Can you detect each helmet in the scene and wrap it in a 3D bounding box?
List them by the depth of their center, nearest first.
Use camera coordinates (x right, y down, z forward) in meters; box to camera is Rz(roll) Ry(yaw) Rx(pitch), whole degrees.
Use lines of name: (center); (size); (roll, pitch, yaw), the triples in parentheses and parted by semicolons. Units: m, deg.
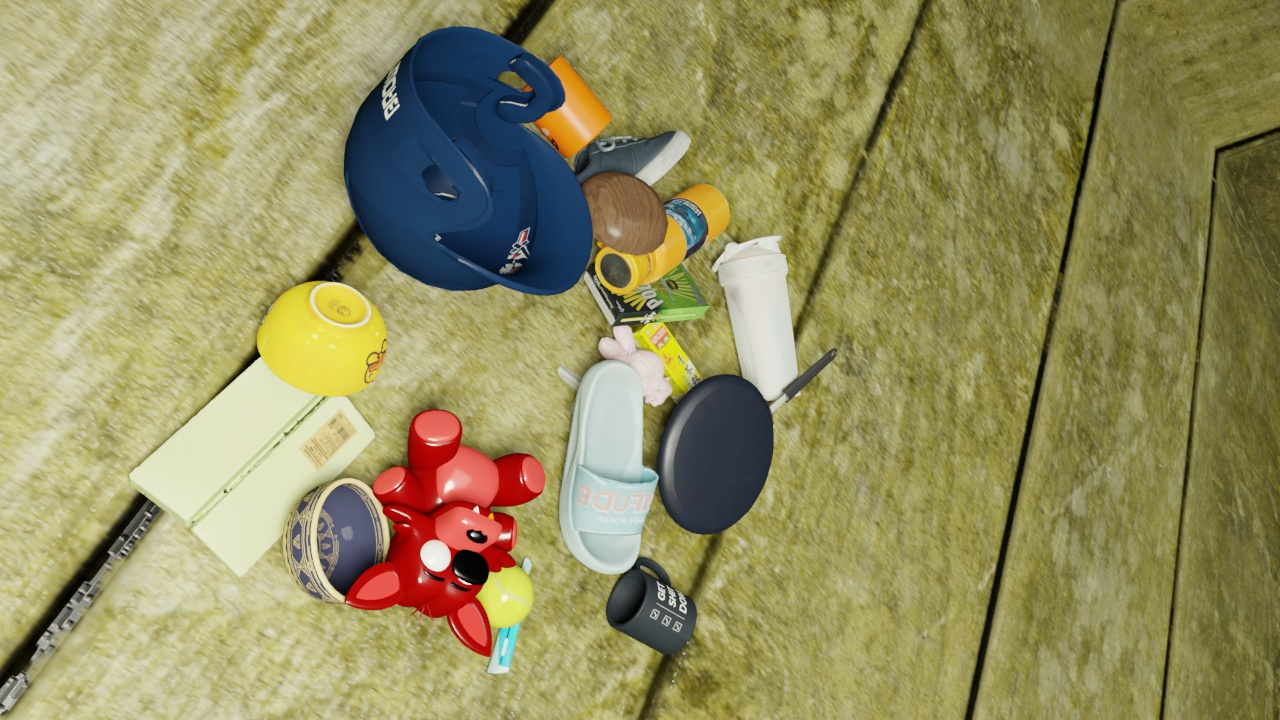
helmet: (-0.167, -0.169, 0.929); (0.272, 0.224, 0.231); (35, 44, -15)

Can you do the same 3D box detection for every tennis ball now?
tennis ball: (-0.142, 0.241, 0.942); (0.065, 0.065, 0.065); (11, 71, -36)

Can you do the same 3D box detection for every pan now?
pan: (0.151, 0.076, 1.160); (0.355, 0.021, 0.199); (-37, 121, -33)

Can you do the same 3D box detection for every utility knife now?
utility knife: (-0.137, 0.269, 0.972); (0.022, 0.015, 0.123); (13, 66, -3)

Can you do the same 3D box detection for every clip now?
clip: (-0.057, 0.048, 1.085); (0.101, 0.040, 0.054); (32, 48, -27)

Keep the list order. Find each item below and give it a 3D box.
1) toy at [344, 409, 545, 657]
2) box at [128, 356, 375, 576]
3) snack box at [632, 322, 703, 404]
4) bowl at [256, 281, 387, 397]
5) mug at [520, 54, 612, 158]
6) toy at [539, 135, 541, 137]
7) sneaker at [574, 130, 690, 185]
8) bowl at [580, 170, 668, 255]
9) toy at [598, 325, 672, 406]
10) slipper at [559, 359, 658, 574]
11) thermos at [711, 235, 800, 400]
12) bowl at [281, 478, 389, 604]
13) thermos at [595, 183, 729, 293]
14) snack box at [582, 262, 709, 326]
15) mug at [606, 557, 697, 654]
toy: (-0.182, 0.162, 0.880); (0.158, 0.121, 0.196); (33, 47, -30)
box: (-0.345, 0.085, 0.841); (0.141, 0.047, 0.187); (52, 52, -18)
snack box: (0.044, 0.013, 1.173); (0.148, 0.029, 0.040); (54, 52, -14)
bowl: (-0.293, -0.031, 0.865); (0.117, 0.068, 0.117); (22, 39, -20)
mug: (-0.092, -0.317, 1.134); (0.096, 0.078, 0.112); (47, 26, -18)
toy: (-0.138, -0.244, 1.085); (0.095, 0.053, 0.099); (-28, 84, -51)
sneaker: (-0.033, -0.240, 1.148); (0.234, 0.089, 0.087); (-42, 100, -33)
bowl: (-0.016, -0.177, 1.058); (0.117, 0.030, 0.117); (14, 54, -21)
toy: (-0.007, 0.007, 1.125); (0.110, 0.047, 0.063); (53, 49, -6)
slipper: (-0.030, 0.122, 1.033); (0.103, 0.074, 0.245); (2, 92, -35)
thermos: (0.161, -0.054, 1.247); (0.099, 0.100, 0.220); (-6, 86, -39)
bowl: (-0.288, 0.168, 0.841); (0.112, 0.061, 0.112); (-10, 90, -73)
thermos: (0.023, -0.157, 1.152); (0.091, 0.076, 0.231); (30, 39, 17)
snack box: (0.008, -0.086, 1.153); (0.147, 0.025, 0.080); (-7, 56, -39)
mug: (0.013, 0.276, 1.060); (0.077, 0.071, 0.104); (36, 32, -26)
